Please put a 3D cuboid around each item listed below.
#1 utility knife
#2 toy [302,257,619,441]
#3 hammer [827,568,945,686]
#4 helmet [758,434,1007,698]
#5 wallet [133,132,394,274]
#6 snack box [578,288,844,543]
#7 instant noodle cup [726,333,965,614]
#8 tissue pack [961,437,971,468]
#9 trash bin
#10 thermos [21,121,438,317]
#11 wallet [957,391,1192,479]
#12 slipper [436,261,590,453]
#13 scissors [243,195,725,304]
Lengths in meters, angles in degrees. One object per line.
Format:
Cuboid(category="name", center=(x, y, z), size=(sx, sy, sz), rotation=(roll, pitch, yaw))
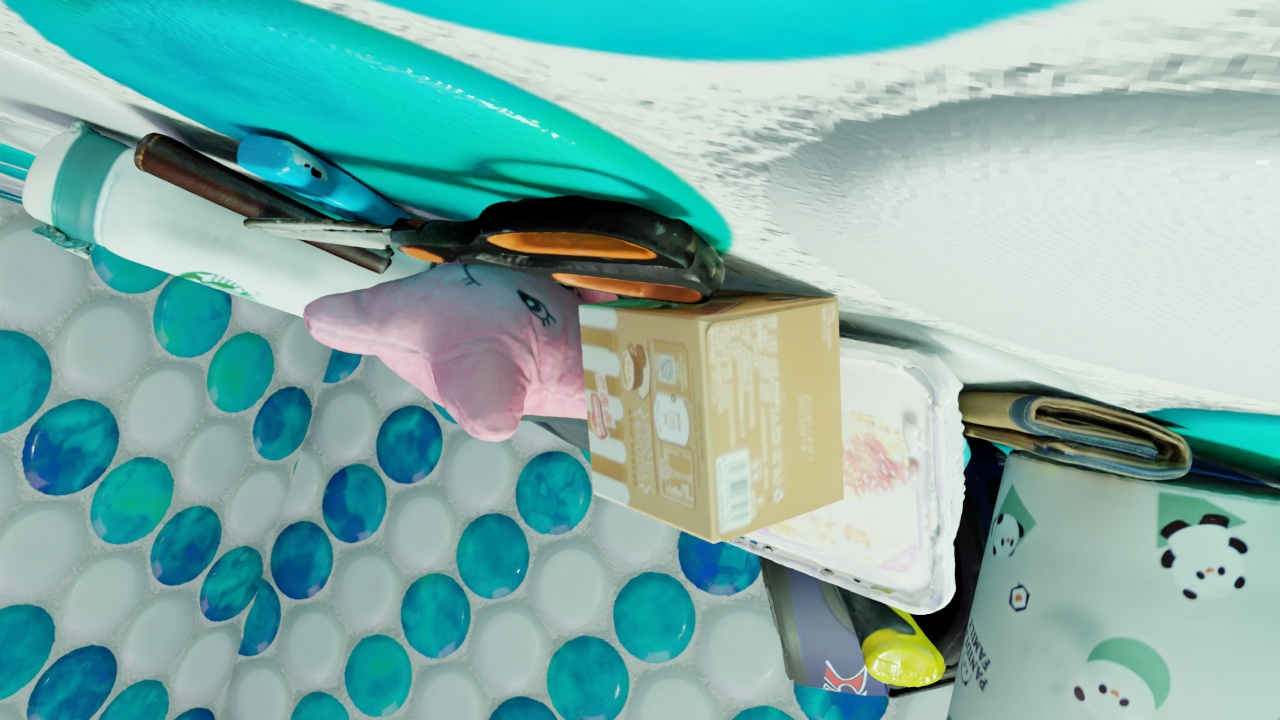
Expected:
Cuboid(category="utility knife", center=(-0.143, -0.079, 0.480), size=(0.034, 0.018, 0.194), rotation=(15, 178, 12))
Cuboid(category="toy", center=(-0.060, -0.012, 0.500), size=(0.178, 0.075, 0.194), rotation=(26, -155, 14))
Cuboid(category="hammer", center=(0.111, 0.079, 0.594), size=(0.126, 0.032, 0.322), rotation=(17, -157, -13))
Cuboid(category="helmet", center=(0.230, 0.164, 0.799), size=(0.240, 0.247, 0.315), rotation=(-12, 168, 9))
Cuboid(category="wallet", center=(-0.186, -0.078, 0.475), size=(0.122, 0.020, 0.096), rotation=(26, -177, -15))
Cuboid(category="snack box", center=(0.031, 0.018, 0.414), size=(0.076, 0.093, 0.094), rotation=(-11, -168, -33))
Cuboid(category="instant noodle cup", center=(0.095, 0.042, 0.484), size=(0.060, 0.138, 0.174), rotation=(-25, -154, -37))
Cuboid(category="tissue pack", center=(0.156, 0.045, 0.577), size=(0.093, 0.050, 0.133), rotation=(40, -173, 23))
Cuboid(category="trash bin", center=(0.304, 0.193, 0.563), size=(0.229, 0.252, 0.229), rotation=(7, -179, 0))
Cuboid(category="thermos", center=(-0.240, -0.069, 0.550), size=(0.224, 0.073, 0.073), rotation=(19, 176, -15))
Cuboid(category="wallet", center=(0.231, 0.039, 0.515), size=(0.090, 0.033, 0.115), rotation=(16, 180, -5))
Cuboid(category="slipper", center=(-0.084, 0.020, 0.688), size=(0.111, 0.083, 0.268), rotation=(8, 150, 36))
Cuboid(category="scissors", center=(-0.082, -0.055, 0.363), size=(0.235, 0.021, 0.143), rotation=(11, 172, 5))
